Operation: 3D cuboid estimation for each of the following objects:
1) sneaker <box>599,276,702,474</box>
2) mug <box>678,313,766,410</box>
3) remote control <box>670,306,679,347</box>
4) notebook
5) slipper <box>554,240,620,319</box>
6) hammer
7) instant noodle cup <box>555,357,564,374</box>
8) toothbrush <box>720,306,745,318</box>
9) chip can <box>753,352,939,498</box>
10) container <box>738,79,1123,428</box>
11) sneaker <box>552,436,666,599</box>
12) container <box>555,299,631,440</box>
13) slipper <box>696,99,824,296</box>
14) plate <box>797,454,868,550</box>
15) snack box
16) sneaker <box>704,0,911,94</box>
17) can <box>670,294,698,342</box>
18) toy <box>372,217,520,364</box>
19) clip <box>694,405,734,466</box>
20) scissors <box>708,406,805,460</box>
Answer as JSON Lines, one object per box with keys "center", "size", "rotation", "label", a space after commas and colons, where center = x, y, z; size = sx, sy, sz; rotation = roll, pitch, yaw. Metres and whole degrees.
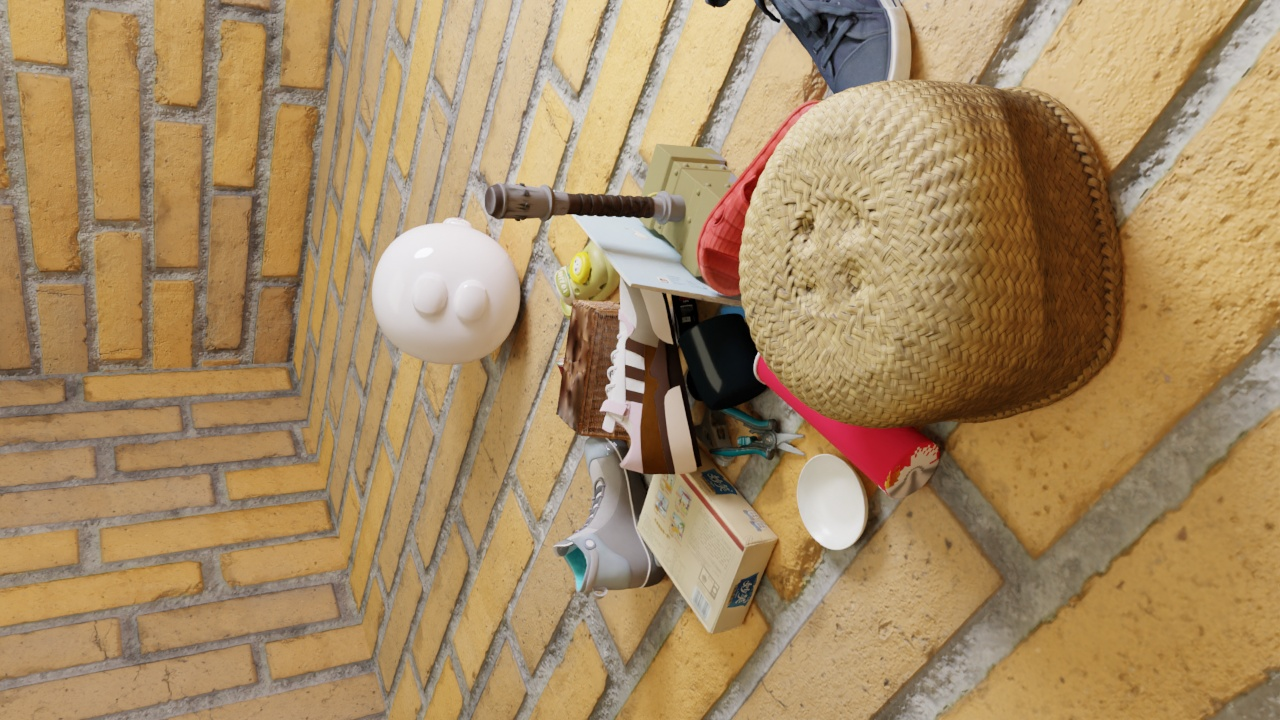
{"center": [-0.007, 0.007, 1.181], "size": [0.111, 0.116, 0.293], "rotation": [46, -148, -86], "label": "sneaker"}
{"center": [0.093, 0.012, 1.126], "size": [0.122, 0.085, 0.094], "rotation": [-43, 62, 51], "label": "mug"}
{"center": [0.030, -0.013, 1.302], "size": [0.045, 0.008, 0.147], "rotation": [62, 142, 33], "label": "remote control"}
{"center": [0.013, -0.141, 1.141], "size": [0.253, 0.180, 0.009], "rotation": [53, 128, 48], "label": "notebook"}
{"center": [-0.098, -0.126, 1.434], "size": [0.191, 0.081, 0.091], "rotation": [-46, 52, 53], "label": "slipper"}
{"center": [-0.024, -0.180, 1.071], "size": [0.190, 0.324, 0.101], "rotation": [52, 135, 43], "label": "hammer"}
{"center": [-0.073, 0.049, 1.403], "size": [0.100, 0.100, 0.112], "rotation": [10, 109, 58], "label": "instant noodle cup"}
{"center": [0.142, -0.057, 1.103], "size": [0.167, 0.014, 0.016], "rotation": [5, 111, 61], "label": "toothbrush"}
{"center": [0.210, 0.052, 0.960], "size": [0.220, 0.069, 0.069], "rotation": [46, 131, 46], "label": "chip can"}
{"center": [0.228, -0.085, 0.801], "size": [0.307, 0.196, 0.307], "rotation": [6, 97, 59], "label": "container"}
{"center": [-0.069, 0.222, 1.345], "size": [0.093, 0.160, 0.256], "rotation": [-58, 48, 44], "label": "sneaker"}
{"center": [-0.040, 0.011, 1.295], "size": [0.114, 0.112, 0.198], "rotation": [-151, 68, -65], "label": "container"}
{"center": [0.144, -0.163, 0.996], "size": [0.249, 0.103, 0.059], "rotation": [-58, 28, 32], "label": "slipper"}
{"center": [0.215, 0.153, 1.002], "size": [0.104, 0.026, 0.104], "rotation": [9, 101, 57], "label": "plate"}
{"center": [0.080, 0.226, 1.202], "size": [0.207, 0.055, 0.154], "rotation": [49, 133, 45], "label": "snack box"}
{"center": [0.166, -0.363, 0.939], "size": [0.121, 0.127, 0.294], "rotation": [-51, 53, 47], "label": "sneaker"}
{"center": [0.060, -0.064, 1.226], "size": [0.032, 0.031, 0.080], "rotation": [-19, 77, 58], "label": "can"}
{"center": [-0.356, -0.130, 1.690], "size": [0.281, 0.262, 0.266], "rotation": [-137, 57, -71], "label": "toy"}
{"center": [0.069, 0.065, 1.233], "size": [0.165, 0.031, 0.168], "rotation": [-22, 73, 59], "label": "clip"}
{"center": [0.134, 0.090, 1.119], "size": [0.152, 0.019, 0.119], "rotation": [-40, 63, 39], "label": "scissors"}
